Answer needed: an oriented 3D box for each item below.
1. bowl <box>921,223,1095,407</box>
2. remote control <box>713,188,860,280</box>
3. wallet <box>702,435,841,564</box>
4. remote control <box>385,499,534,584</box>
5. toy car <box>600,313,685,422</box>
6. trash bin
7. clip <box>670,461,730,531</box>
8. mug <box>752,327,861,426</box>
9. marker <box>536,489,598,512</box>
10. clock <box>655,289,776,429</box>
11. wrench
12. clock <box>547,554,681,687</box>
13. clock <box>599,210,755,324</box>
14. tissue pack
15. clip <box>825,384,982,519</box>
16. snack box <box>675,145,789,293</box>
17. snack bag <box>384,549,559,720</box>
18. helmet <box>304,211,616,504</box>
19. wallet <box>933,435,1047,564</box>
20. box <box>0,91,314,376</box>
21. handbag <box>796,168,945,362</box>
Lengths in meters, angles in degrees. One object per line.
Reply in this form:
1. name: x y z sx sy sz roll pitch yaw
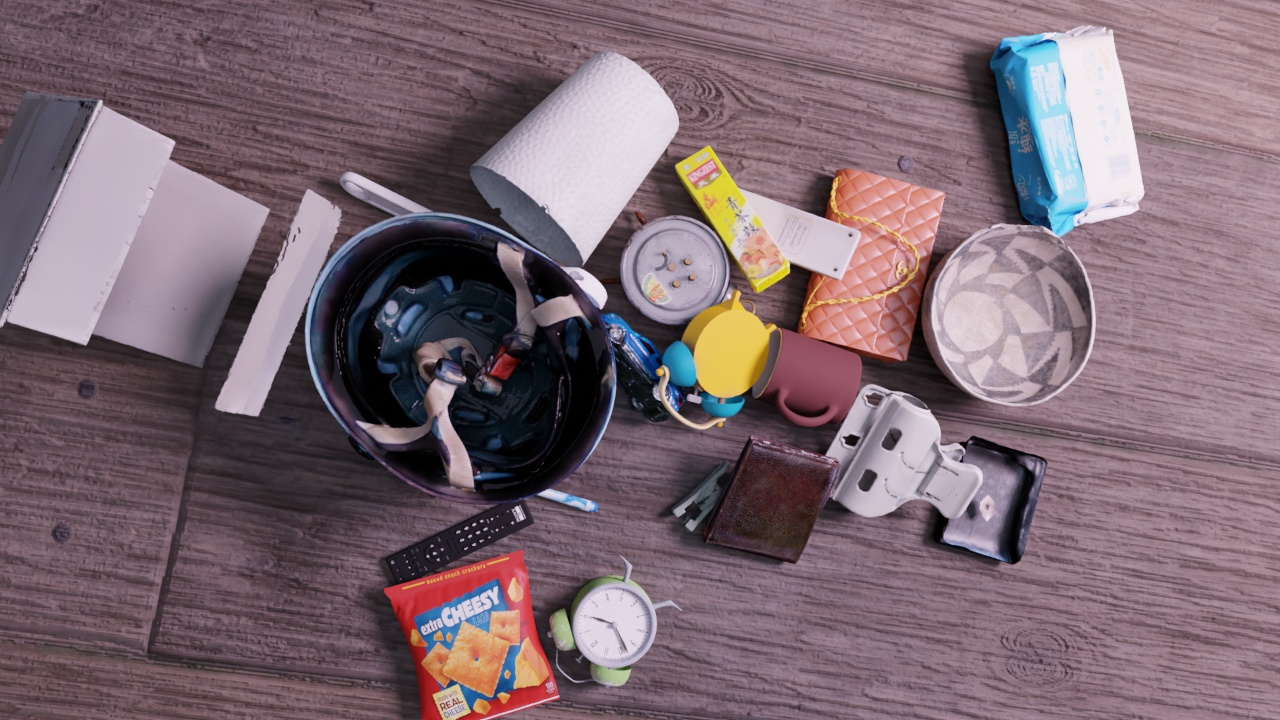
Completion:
1. bowl: 0.350 -0.042 0.911 0.178 0.081 0.178 1 87 -11
2. remote control: 0.142 -0.124 0.895 0.136 0.011 0.050 24 89 19
3. wallet: 0.126 0.135 0.881 0.099 0.031 0.120 15 112 -15
4. remote control: -0.171 0.171 0.873 0.140 0.009 0.030 -25 91 -7
5. toy car: -0.005 0.005 0.881 0.120 0.056 0.043 50 58 -8
6. trash bin: -0.054 -0.189 0.846 0.133 0.133 0.161 40 79 -4
7. clip: 0.066 0.132 0.899 0.076 0.023 0.045 -43 95 -5
8. mug: 0.158 0.026 0.876 0.082 0.105 0.073 18 130 -6
9. marker: -0.109 0.122 0.882 0.142 0.013 0.013 18 86 -6
10. clock: 0.071 0.002 0.862 0.099 0.044 0.129 40 83 -32
11. wrench: -0.157 -0.112 0.863 0.273 0.066 0.018 26 69 -1
12. clock: -0.031 0.253 0.872 0.094 0.042 0.119 44 83 -3
13. clock: 0.044 -0.079 0.887 0.148 0.056 0.104 27 85 -3
14. tissue pack: 0.437 -0.233 0.938 0.117 0.066 0.209 -14 91 -8
15. clip: 0.253 0.098 0.889 0.144 0.075 0.125 22 114 -8
16. snack box: 0.089 -0.137 0.886 0.040 0.029 0.148 -32 76 2
17. snack bag: -0.156 0.264 0.857 0.130 0.039 0.144 -15 90 -7
18. helmet: -0.156 0.001 0.801 0.265 0.167 0.225 39 81 -6
19. wallet: 0.353 0.142 0.932 0.089 0.026 0.115 18 86 -6
20. box: -0.410 -0.087 0.789 0.172 0.380 0.167 21 85 10
21. handbag: 0.226 -0.095 0.911 0.109 0.060 0.172 14 86 -3
